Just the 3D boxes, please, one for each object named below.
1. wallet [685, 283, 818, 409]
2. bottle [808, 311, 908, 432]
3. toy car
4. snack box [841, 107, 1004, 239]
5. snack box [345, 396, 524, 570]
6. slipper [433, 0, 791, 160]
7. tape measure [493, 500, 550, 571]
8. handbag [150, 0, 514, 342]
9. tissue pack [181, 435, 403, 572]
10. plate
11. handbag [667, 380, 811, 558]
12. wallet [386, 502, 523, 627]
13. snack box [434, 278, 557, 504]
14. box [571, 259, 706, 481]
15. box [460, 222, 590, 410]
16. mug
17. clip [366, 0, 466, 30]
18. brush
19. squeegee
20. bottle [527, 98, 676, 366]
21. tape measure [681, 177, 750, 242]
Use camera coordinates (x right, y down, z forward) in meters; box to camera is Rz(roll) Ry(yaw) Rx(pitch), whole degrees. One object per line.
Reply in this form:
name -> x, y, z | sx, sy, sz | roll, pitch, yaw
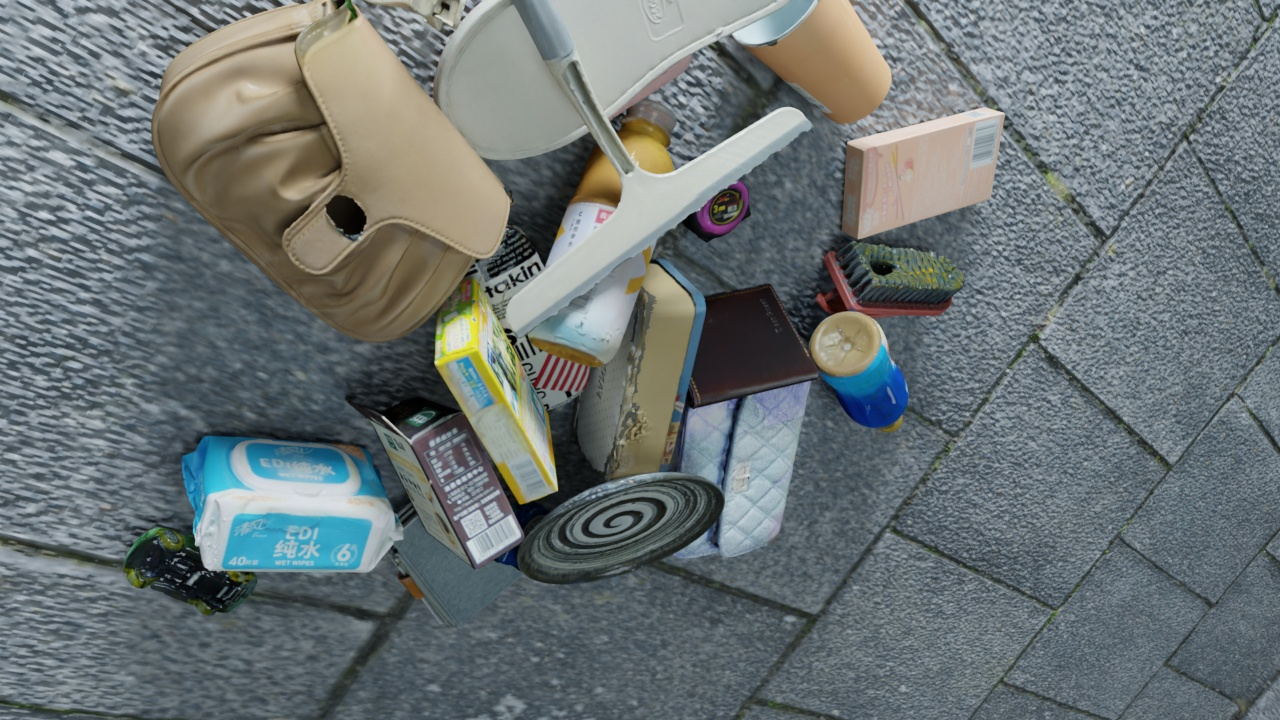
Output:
wallet -> 0.078, -0.014, 0.767 | 0.122, 0.096, 0.020 | -12, 157, -25
bottle -> 0.214, 0.024, 0.860 | 0.065, 0.065, 0.218 | -46, 148, 1
toy car -> -0.322, 0.149, 0.658 | 0.043, 0.036, 0.091 | -46, 131, 2
snack box -> 0.250, -0.167, 0.812 | 0.157, 0.026, 0.085 | -17, 125, -21
snack box -> -0.147, 0.076, 0.651 | 0.053, 0.113, 0.126 | -29, 108, -25
slipper -> -0.013, -0.225, 0.603 | 0.274, 0.054, 0.114 | -30, 125, 1
tape measure -> -0.098, 0.143, 0.761 | 0.058, 0.025, 0.054 | -62, 148, -6
handbag -> -0.177, -0.107, 0.548 | 0.148, 0.099, 0.204 | -38, 130, 3
tissue pack -> -0.242, 0.097, 0.640 | 0.140, 0.090, 0.063 | 10, 112, -34
plate -> -0.017, 0.134, 0.757 | 0.179, 0.024, 0.180 | -15, 148, -10
handbag -> 0.081, 0.089, 0.834 | 0.134, 0.075, 0.194 | -10, 122, -25
wallet -> -0.152, 0.154, 0.762 | 0.106, 0.037, 0.130 | -38, 131, -20
snack box -> -0.099, 0.022, 0.636 | 0.034, 0.086, 0.140 | -18, 128, 3
box -> -0.004, 0.004, 0.724 | 0.059, 0.089, 0.185 | -2, 123, -27
box -> -0.085, -0.026, 0.682 | 0.070, 0.057, 0.164 | -43, 130, -20
mug -> 0.131, -0.231, 0.676 | 0.122, 0.078, 0.078 | 29, 100, -44
clip -> -0.118, -0.210, 0.533 | 0.092, 0.103, 0.035 | 0, 118, -57
brush -> 0.232, -0.066, 0.845 | 0.145, 0.063, 0.069 | 0, 148, -32
squeegee -> -0.045, -0.181, 0.562 | 0.246, 0.039, 0.246 | -37, 120, -7
bottle -> -0.022, -0.091, 0.646 | 0.068, 0.068, 0.189 | 25, 80, -38
tape measure -> 0.054, -0.126, 0.714 | 0.057, 0.039, 0.058 | -34, 134, -9
